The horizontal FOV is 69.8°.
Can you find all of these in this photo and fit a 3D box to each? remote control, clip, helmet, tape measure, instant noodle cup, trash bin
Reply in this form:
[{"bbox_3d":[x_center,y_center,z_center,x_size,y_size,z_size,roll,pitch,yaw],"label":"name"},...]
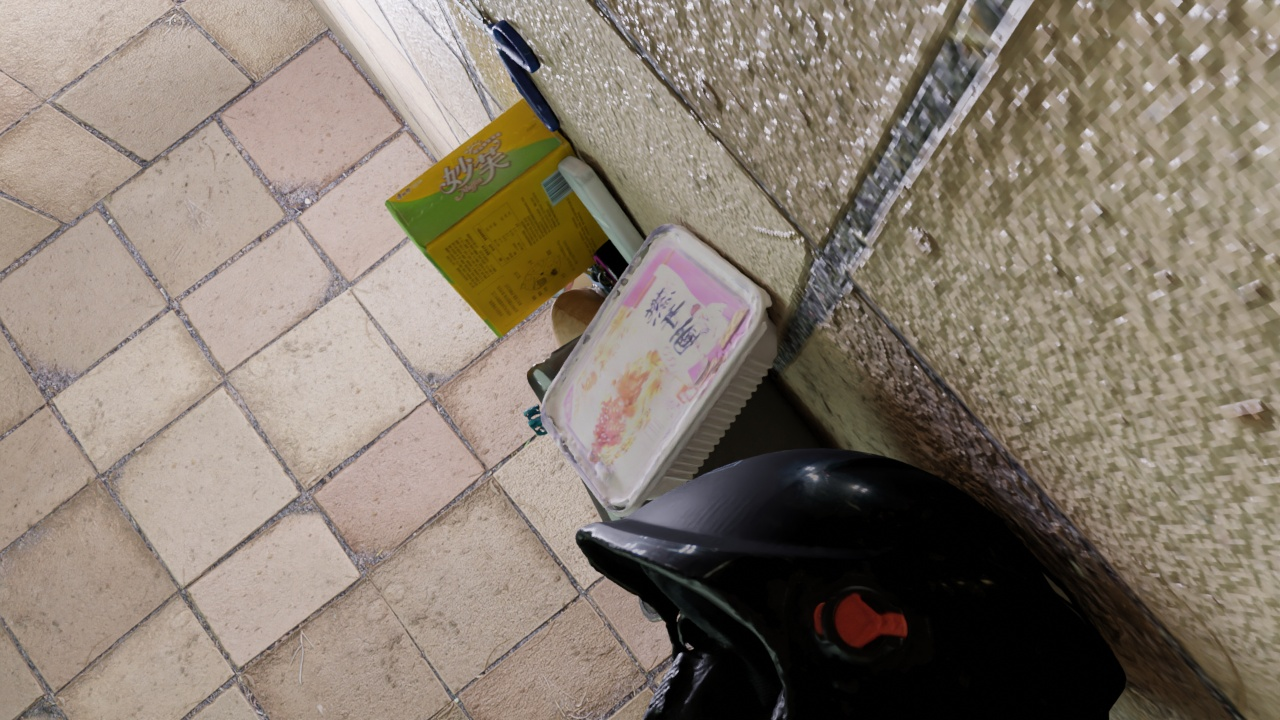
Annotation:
[{"bbox_3d":[-0.021,-0.118,0.789,0.136,0.020,0.056,51,177,-33],"label":"remote control"},{"bbox_3d":[-0.085,0.048,0.747,0.038,0.013,0.055,63,178,6],"label":"clip"},{"bbox_3d":[0.099,0.156,0.469,0.274,0.229,0.234,50,161,4],"label":"helmet"},{"bbox_3d":[-0.018,-0.088,0.872,0.057,0.039,0.058,47,174,44],"label":"tape measure"},{"bbox_3d":[0.018,0.009,0.621,0.060,0.173,0.138,25,-165,-42],"label":"instant noodle cup"},{"bbox_3d":[0.029,0.066,0.769,0.219,0.199,0.199,57,174,4],"label":"trash bin"}]

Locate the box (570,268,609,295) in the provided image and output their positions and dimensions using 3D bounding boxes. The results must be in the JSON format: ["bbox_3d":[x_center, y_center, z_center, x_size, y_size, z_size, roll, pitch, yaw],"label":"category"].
[{"bbox_3d":[-0.035,-0.047,1.172,0.090,0.059,0.184,48,-176,38],"label":"box"}]

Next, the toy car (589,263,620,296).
[{"bbox_3d":[-0.014,-0.071,0.992,0.120,0.036,0.054,52,175,-16],"label":"toy car"}]

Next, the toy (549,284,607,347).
[{"bbox_3d":[-0.006,0.005,0.929,0.226,0.082,0.143,39,-178,33],"label":"toy"}]

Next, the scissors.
[{"bbox_3d":[-0.110,-0.248,0.709,0.176,0.012,0.162,55,175,-29],"label":"scissors"}]

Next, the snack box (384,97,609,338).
[{"bbox_3d":[-0.122,-0.125,0.866,0.070,0.157,0.210,50,176,21],"label":"snack box"}]

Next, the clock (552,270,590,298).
[{"bbox_3d":[-0.115,-0.151,1.050,0.117,0.059,0.158,2,127,58],"label":"clock"}]
